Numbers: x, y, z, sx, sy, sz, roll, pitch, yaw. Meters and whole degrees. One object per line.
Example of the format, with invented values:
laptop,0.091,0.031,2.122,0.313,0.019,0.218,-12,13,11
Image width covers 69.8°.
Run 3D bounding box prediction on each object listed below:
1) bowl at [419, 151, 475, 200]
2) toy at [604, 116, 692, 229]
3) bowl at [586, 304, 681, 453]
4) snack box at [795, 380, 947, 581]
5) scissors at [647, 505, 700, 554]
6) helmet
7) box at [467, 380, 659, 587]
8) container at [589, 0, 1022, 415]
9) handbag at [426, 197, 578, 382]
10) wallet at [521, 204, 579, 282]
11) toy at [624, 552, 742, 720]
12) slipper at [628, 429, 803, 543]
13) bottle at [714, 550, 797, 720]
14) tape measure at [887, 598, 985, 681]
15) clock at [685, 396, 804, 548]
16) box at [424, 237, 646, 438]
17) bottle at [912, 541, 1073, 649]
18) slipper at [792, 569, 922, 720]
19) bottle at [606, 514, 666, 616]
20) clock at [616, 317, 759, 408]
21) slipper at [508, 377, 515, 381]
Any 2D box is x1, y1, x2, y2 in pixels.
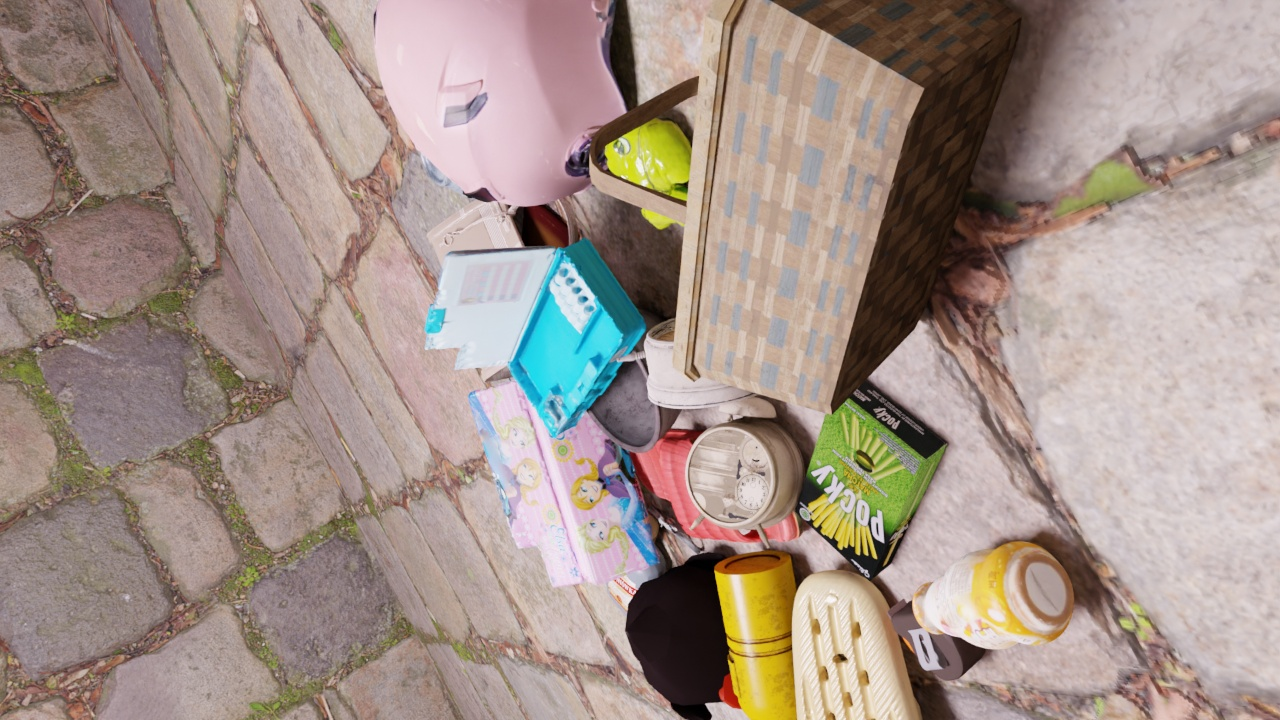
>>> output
bowl,-0.193,-0.216,0.959,0.137,0.057,0.137,39,144,36
toy,0.015,-0.143,0.700,0.094,0.036,0.094,12,123,28
bowl,-0.005,0.005,0.833,0.145,0.067,0.145,39,144,36
snack box,0.164,0.089,0.675,0.080,0.025,0.148,43,146,31
scissors,0.021,0.159,0.924,0.118,0.014,0.161,38,171,36
helmet,-0.124,-0.229,0.752,0.230,0.152,0.256,46,154,21
box,-0.084,0.120,0.945,0.062,0.160,0.230,-29,-78,-79
container,0.075,-0.110,0.521,0.186,0.157,0.250,32,141,26
handbag,-0.121,-0.099,0.923,0.199,0.062,0.175,-35,73,45
wallet,-0.094,-0.105,0.941,0.091,0.018,0.116,42,142,32
toy,0.032,0.271,0.935,0.184,0.140,0.159,152,127,-72
slipper,0.050,0.117,0.852,0.249,0.059,0.103,9,122,58
bottle,0.113,0.260,0.820,0.071,0.071,0.164,-6,95,60
tape measure,0.218,0.205,0.674,0.059,0.038,0.058,59,152,6
clock,0.081,0.074,0.739,0.093,0.054,0.141,7,92,34
box,-0.096,-0.026,0.799,0.170,0.085,0.228,26,150,-6
bottle,0.224,0.155,0.595,0.063,0.063,0.109,59,150,6
slipper,0.191,0.296,0.764,0.112,0.079,0.261,-7,93,38
bottle,-0.004,0.233,1.052,0.072,0.046,0.162,44,147,30
clock,0.070,-0.009,0.686,0.157,0.103,0.061,-1,108,31
slipper,-0.101,0.041,1.032,0.111,0.063,0.264,-19,86,57
